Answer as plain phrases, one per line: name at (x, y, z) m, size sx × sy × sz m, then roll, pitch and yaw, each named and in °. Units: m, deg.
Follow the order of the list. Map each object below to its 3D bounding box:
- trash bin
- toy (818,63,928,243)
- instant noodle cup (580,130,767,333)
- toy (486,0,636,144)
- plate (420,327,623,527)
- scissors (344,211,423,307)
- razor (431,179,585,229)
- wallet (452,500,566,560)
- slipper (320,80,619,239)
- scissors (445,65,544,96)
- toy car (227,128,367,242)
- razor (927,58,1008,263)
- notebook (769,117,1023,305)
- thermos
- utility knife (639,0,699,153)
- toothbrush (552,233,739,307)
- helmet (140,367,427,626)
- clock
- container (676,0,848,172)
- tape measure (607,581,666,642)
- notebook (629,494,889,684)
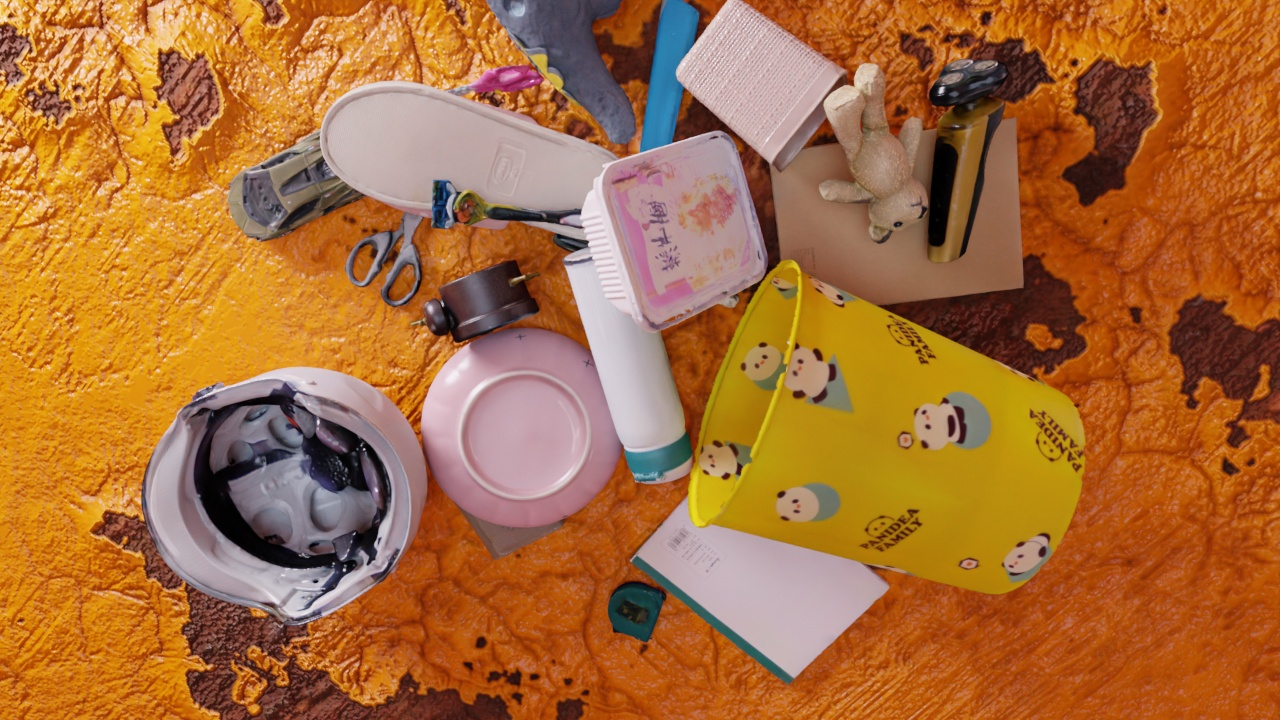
trash bin at (0.197, 0.067, 0.761) m, size 0.255 × 0.229 × 0.230 m, roll 19°, pitch 105°, yaw -5°
toy at (0.193, -0.166, 0.740) m, size 0.105 × 0.066 × 0.157 m, roll -43°, pitch 132°, yaw -8°
instant noodle cup at (0.024, -0.107, 0.769) m, size 0.060 × 0.173 × 0.138 m, roll -4°, pitch 108°, yaw 48°
toy at (-0.075, -0.355, 0.743) m, size 0.138 × 0.091 × 0.357 m, roll -5°, pitch 106°, yaw -6°
plate at (-0.108, 0.067, 0.853) m, size 0.192 × 0.039 × 0.192 m, roll -1°, pitch 97°, yaw -7°
scissors at (-0.219, -0.136, 0.850) m, size 0.142 × 0.014 × 0.173 m, roll -3°, pitch 103°, yaw 5°
razor at (-0.108, -0.126, 0.790) m, size 0.142 × 0.022 × 0.043 m, roll 4°, pitch 112°, yaw -10°
wallet at (-0.139, 0.133, 0.901) m, size 0.090 × 0.033 × 0.115 m, roll -29°, pitch 103°, yaw 10°
slipper at (-0.140, -0.173, 0.811) m, size 0.274 × 0.054 × 0.114 m, roll 11°, pitch 108°, yaw -9°
scissors at (-0.153, -0.237, 0.800) m, size 0.135 × 0.064 × 0.017 m, roll -7°, pitch 91°, yaw 16°
toy car at (-0.311, -0.160, 0.840) m, size 0.158 × 0.042 × 0.070 m, roll -24°, pitch 100°, yaw 13°
razor at (0.263, -0.164, 0.766) m, size 0.067 × 0.062 × 0.168 m, roll -8°, pitch 113°, yaw -26°
notebook at (0.226, -0.123, 0.812) m, size 0.211 × 0.012 × 0.149 m, roll -7°, pitch 104°, yaw 7°
thermos at (-0.005, 0.005, 0.831) m, size 0.073 × 0.073 × 0.224 m, roll -14°, pitch 105°, yaw 9°
utility knife at (0.017, -0.212, 0.805) m, size 0.034 × 0.018 × 0.203 m, roll 15°, pitch 106°, yaw 14°
toothbrush at (0.004, -0.083, 0.841) m, size 0.181 × 0.018 × 0.016 m, roll 20°, pitch 112°, yaw 2°
helmet at (-0.310, 0.109, 0.853) m, size 0.259 × 0.145 × 0.229 m, roll -23°, pitch 99°, yaw 20°
clock at (-0.150, -0.049, 0.830) m, size 0.122 × 0.082 × 0.055 m, roll -19°, pitch 97°, yaw 9°
container at (0.098, -0.227, 0.753) m, size 0.111 × 0.090 × 0.090 m, roll 41°, pitch 104°, yaw 7°
tape measure at (-0.006, 0.251, 0.920) m, size 0.054 × 0.025 × 0.058 m, roll 19°, pitch 104°, yaw 0°
notebook at (0.116, 0.209, 0.904) m, size 0.209 × 0.012 × 0.150 m, roll 39°, pitch 104°, yaw -5°
